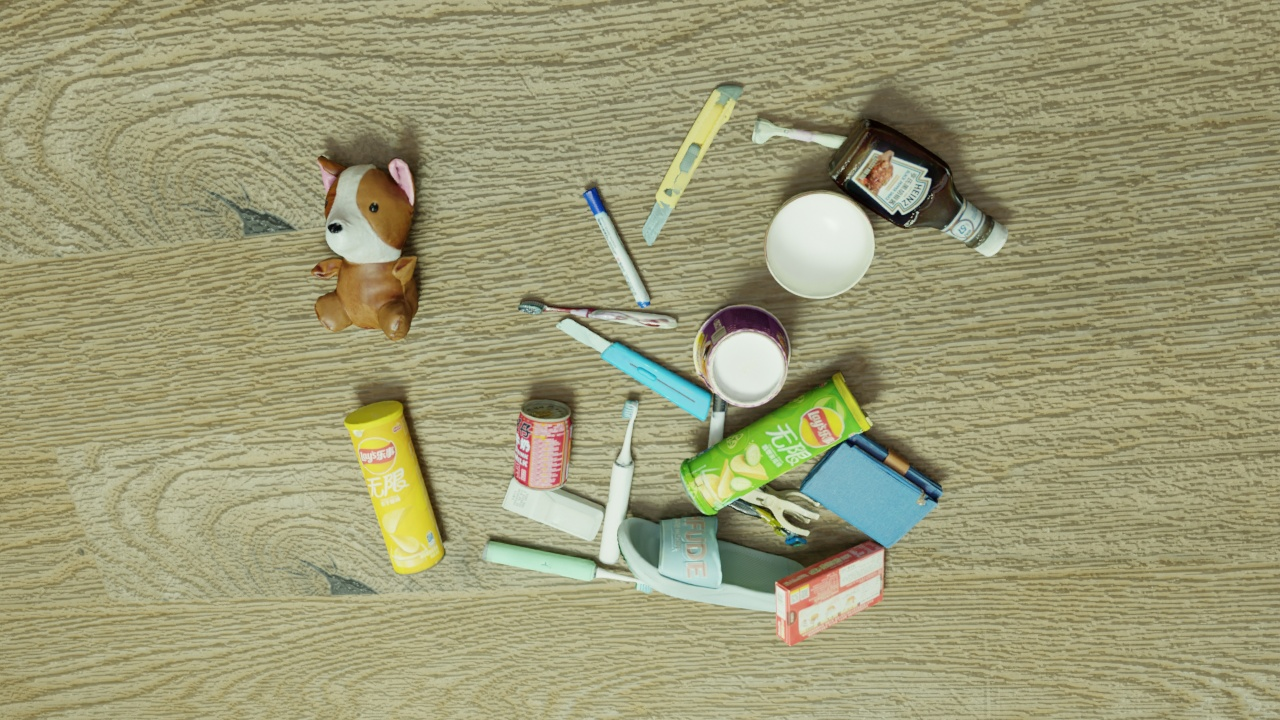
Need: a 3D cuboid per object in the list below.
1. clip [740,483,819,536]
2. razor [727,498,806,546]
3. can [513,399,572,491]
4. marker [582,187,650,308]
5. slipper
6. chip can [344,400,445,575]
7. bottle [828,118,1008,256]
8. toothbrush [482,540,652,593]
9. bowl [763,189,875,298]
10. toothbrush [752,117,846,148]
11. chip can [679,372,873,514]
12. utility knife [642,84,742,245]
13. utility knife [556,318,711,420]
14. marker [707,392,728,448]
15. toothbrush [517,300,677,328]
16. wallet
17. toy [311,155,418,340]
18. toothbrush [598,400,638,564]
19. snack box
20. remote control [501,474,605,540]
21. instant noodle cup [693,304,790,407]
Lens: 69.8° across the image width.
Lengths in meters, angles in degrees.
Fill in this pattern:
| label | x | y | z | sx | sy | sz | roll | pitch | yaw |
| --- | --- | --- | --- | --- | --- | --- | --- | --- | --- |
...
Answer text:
| label | x | y | z | sx | sy | sz | roll | pitch | yaw |
| --- | --- | --- | --- | --- | --- | --- | --- | --- | --- |
| clip | 0.167 | 0.166 | 1.107 | 0.104 | 0.080 | 0.035 | 30 | 113 | 16 |
| razor | 0.135 | 0.185 | 1.116 | 0.143 | 0.043 | 0.022 | 27 | 70 | 2 |
| can | -0.116 | 0.100 | 1.098 | 0.066 | 0.066 | 0.094 | 9 | 111 | 5 |
| marker | -0.025 | -0.125 | 1.031 | 0.017 | 0.016 | 0.146 | -23 | 105 | 15 |
| slipper | 0.091 | 0.237 | 1.100 | 0.245 | 0.103 | 0.074 | 14 | 117 | -2 |
| chip can | -0.304 | 0.159 | 1.147 | 0.072 | 0.072 | 0.213 | -9 | 109 | 11 |
| bottle | 0.291 | -0.170 | 0.944 | 0.195 | 0.044 | 0.080 | 29 | 121 | -11 |
| toothbrush | -0.092 | 0.264 | 1.176 | 0.224 | 0.026 | 0.027 | 10 | 89 | 4 |
| bowl | 0.188 | -0.128 | 0.973 | 0.113 | 0.062 | 0.113 | 3 | 111 | 8 |
| toothbrush | 0.212 | -0.226 | 0.958 | 0.189 | 0.020 | 0.029 | 10 | 78 | 3 |
| chip can | 0.149 | 0.098 | 1.044 | 0.221 | 0.072 | 0.072 | -31 | 102 | 11 |
| utility knife | 0.051 | -0.211 | 0.992 | 0.031 | 0.020 | 0.195 | 31 | 116 | 3 |
| utility knife | -0.006 | 0.006 | 1.075 | 0.207 | 0.018 | 0.034 | 30 | 112 | -2 |
| marker | 0.092 | 0.090 | 1.090 | 0.023 | 0.018 | 0.131 | 8 | 110 | 12 |
| toothbrush | -0.050 | -0.052 | 1.060 | 0.187 | 0.017 | 0.016 | 7 | 111 | 7 |
| wallet | 0.269 | 0.150 | 1.075 | 0.133 | 0.040 | 0.107 | 33 | 120 | -4 |
| toy | -0.308 | -0.127 | 1.023 | 0.140 | 0.130 | 0.200 | 7 | 101 | 12 |
| toothbrush | -0.024 | 0.150 | 1.124 | 0.026 | 0.026 | 0.221 | 4 | 111 | -12 |
| snack box | 0.225 | 0.273 | 1.083 | 0.152 | 0.025 | 0.075 | -15 | 112 | -29 |
| remote control | -0.109 | 0.185 | 1.151 | 0.125 | 0.024 | 0.049 | 21 | 111 | 1 |
| instant noodle cup | 0.114 | 0.000 | 1.003 | 0.111 | 0.099 | 0.111 | 0 | 102 | 2 |
